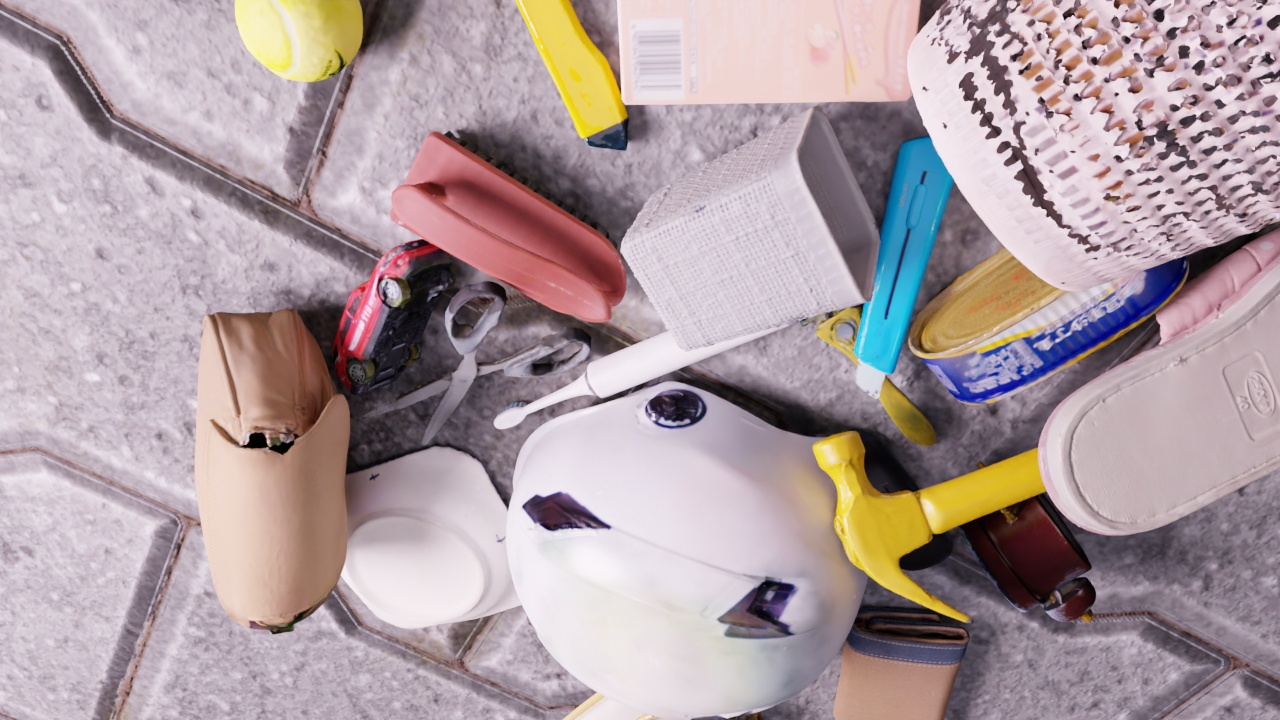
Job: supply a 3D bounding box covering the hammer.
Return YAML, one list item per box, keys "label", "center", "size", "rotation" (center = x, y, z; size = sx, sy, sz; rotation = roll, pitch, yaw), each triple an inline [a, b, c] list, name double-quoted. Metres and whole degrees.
- label: "hammer"
  center: [0.261, 0.058, 0.549]
  size: [0.301, 0.033, 0.128]
  rotation: [-21, 88, -1]

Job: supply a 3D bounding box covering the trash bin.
- label: "trash bin"
  center: [0.237, -0.139, 0.398]
  size: [0.227, 0.226, 0.193]
  rotation: [43, 128, -17]

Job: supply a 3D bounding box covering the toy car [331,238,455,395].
- label: "toy car"
  center: [-0.162, -0.030, 0.589]
  size: [0.045, 0.052, 0.121]
  rotation: [44, 123, 11]

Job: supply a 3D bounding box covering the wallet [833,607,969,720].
- label: "wallet"
  center: [0.201, 0.245, 0.717]
  size: [0.090, 0.033, 0.115]
  rotation: [4, 121, 8]

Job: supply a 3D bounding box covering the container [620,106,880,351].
- label: "container"
  center: [0.061, -0.068, 0.513]
  size: [0.115, 0.090, 0.090]
  rotation: [-19, 115, 30]

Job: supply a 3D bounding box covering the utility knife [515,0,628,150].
- label: "utility knife"
  center: [-0.052, -0.200, 0.498]
  size: [0.033, 0.015, 0.192]
  rotation: [-20, 115, 14]

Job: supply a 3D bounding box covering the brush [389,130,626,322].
- label: "brush"
  center: [-0.074, -0.071, 0.544]
  size: [0.146, 0.069, 0.063]
  rotation: [30, 120, -10]

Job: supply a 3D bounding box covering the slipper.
- label: "slipper"
  center: [0.333, 0.004, 0.505]
  size: [0.274, 0.054, 0.114]
  rotation: [-31, 93, -7]

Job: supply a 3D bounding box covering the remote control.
- label: "remote control"
  center: [0.172, 0.104, 0.641]
  size: [0.053, 0.024, 0.136]
  rotation: [-32, 112, 22]

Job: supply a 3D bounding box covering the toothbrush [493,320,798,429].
- label: "toothbrush"
  center: [-0.004, 0.004, 0.603]
  size: [0.221, 0.026, 0.027]
  rotation: [-22, 114, 18]

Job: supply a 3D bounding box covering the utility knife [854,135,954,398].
- label: "utility knife"
  center: [0.152, -0.053, 0.540]
  size: [0.034, 0.018, 0.162]
  rotation: [12, 110, 7]

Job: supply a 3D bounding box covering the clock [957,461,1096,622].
- label: "clock"
  center: [0.260, 0.127, 0.611]
  size: [0.055, 0.082, 0.122]
  rotation: [-39, 106, 18]

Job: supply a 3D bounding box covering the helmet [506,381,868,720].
- label: "helmet"
  center: [0.020, 0.147, 0.607]
  size: [0.259, 0.145, 0.230]
  rotation: [14, 124, 5]

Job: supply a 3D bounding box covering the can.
- label: "can"
  center: [0.230, -0.034, 0.525]
  size: [0.148, 0.074, 0.049]
  rotation: [-36, 113, 24]

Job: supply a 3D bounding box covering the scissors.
- label: "scissors"
  center: [-0.113, 0.007, 0.610]
  size: [0.159, 0.014, 0.179]
  rotation: [-2, 143, -9]

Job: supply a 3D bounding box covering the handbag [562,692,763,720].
- label: "handbag"
  center: [0.030, 0.328, 0.778]
  size: [0.178, 0.063, 0.164]
  rotation: [30, 120, -27]

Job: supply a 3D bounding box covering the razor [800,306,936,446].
- label: "razor"
  center: [0.156, 0.012, 0.591]
  size: [0.043, 0.028, 0.132]
  rotation: [-32, 113, 19]

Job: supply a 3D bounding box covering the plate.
- label: "plate"
  center: [-0.170, 0.151, 0.707]
  size: [0.164, 0.034, 0.164]
  rotation: [-18, 117, 17]

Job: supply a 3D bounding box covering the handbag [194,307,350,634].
- label: "handbag"
  center: [-0.241, 0.071, 0.610]
  size: [0.099, 0.147, 0.205]
  rotation: [-5, 127, -27]

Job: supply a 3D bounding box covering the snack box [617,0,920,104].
- label: "snack box"
  center: [0.066, -0.182, 0.487]
  size: [0.157, 0.026, 0.085]
  rotation: [1, 120, 6]

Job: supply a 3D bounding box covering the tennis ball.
- label: "tennis ball"
  center: [-0.183, -0.184, 0.494]
  size: [0.065, 0.065, 0.066]
  rotation: [3, 120, 5]
